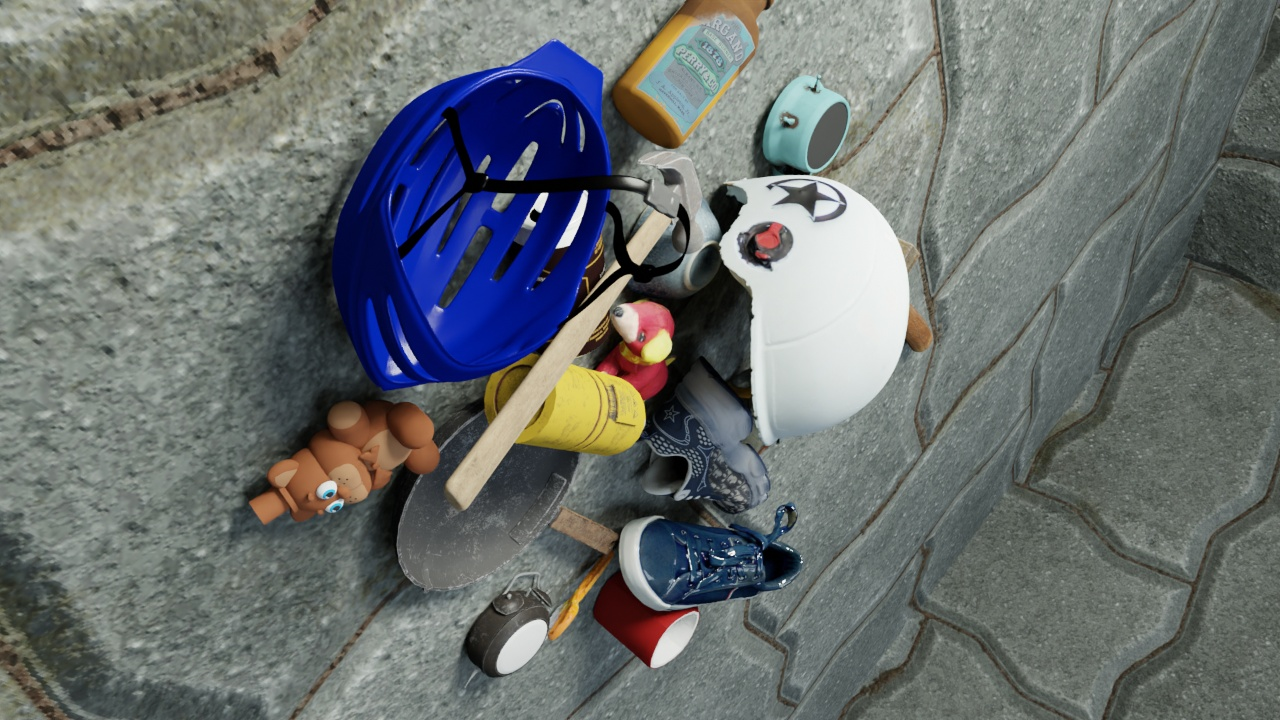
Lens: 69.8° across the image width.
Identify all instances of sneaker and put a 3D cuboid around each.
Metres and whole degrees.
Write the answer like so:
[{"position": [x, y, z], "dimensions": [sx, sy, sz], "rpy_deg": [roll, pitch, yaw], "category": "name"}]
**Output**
[{"position": [0.061, 0.115, 1.037], "dimensions": [0.132, 0.103, 0.270], "rpy_deg": [-34, 144, -8], "category": "sneaker"}, {"position": [0.098, 0.226, 1.064], "dimensions": [0.294, 0.127, 0.120], "rpy_deg": [18, 63, -47], "category": "sneaker"}]

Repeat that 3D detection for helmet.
[{"position": [0.168, -0.050, 0.859], "dimensions": [0.237, 0.164, 0.263], "rpy_deg": [73, 17, -44], "category": "helmet"}, {"position": [-0.077, -0.068, 0.540], "dimensions": [0.147, 0.228, 0.241], "rpy_deg": [24, 95, -41], "category": "helmet"}]

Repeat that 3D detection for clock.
[{"position": [-0.131, 0.281, 0.951], "dimensions": [0.091, 0.044, 0.123], "rpy_deg": [14, 106, -57], "category": "clock"}, {"position": [0.163, -0.218, 0.895], "dimensions": [0.090, 0.053, 0.124], "rpy_deg": [-51, 151, -8], "category": "clock"}]

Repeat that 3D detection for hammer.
[{"position": [-0.042, -0.030, 0.667], "dimensions": [0.330, 0.031, 0.119], "rpy_deg": [-54, 152, -28], "category": "hammer"}, {"position": [0.376, -0.060, 1.339], "dimensions": [0.158, 0.037, 0.300], "rpy_deg": [-59, 148, 4], "category": "hammer"}]

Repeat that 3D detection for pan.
[{"position": [-0.104, 0.135, 0.865], "dimensions": [0.207, 0.040, 0.357], "rpy_deg": [-54, 149, -5], "category": "pan"}]

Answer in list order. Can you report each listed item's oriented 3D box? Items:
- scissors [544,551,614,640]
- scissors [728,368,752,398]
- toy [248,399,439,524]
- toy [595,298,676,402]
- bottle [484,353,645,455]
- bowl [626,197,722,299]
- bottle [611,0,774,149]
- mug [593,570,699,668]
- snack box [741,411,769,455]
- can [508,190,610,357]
[{"position": [-0.073, 0.265, 1.033], "dimensions": [0.084, 0.012, 0.132], "rpy_deg": [-41, -173, 50], "category": "scissors"}, {"position": [0.173, 0.019, 1.000], "dimensions": [0.166, 0.225, 0.016], "rpy_deg": [-33, 109, 2], "category": "scissors"}, {"position": [-0.209, 0.076, 0.647], "dimensions": [0.127, 0.065, 0.095], "rpy_deg": [-35, 149, -23], "category": "toy"}, {"position": [-0.005, 0.005, 0.861], "dimensions": [0.105, 0.067, 0.138], "rpy_deg": [-14, 136, -45], "category": "toy"}, {"position": [-0.048, 0.041, 0.758], "dimensions": [0.163, 0.071, 0.071], "rpy_deg": [18, 103, -57], "category": "bottle"}, {"position": [0.039, -0.097, 0.833], "dimensions": [0.110, 0.055, 0.111], "rpy_deg": [-33, 141, -32], "category": "bowl"}, {"position": [0.050, -0.242, 0.707], "dimensions": [0.157, 0.068, 0.068], "rpy_deg": [-52, 148, -8], "category": "bottle"}, {"position": [0.017, 0.307, 1.124], "dimensions": [0.116, 0.096, 0.081], "rpy_deg": [-7, 124, -51], "category": "mug"}, {"position": [0.193, 0.039, 1.134], "dimensions": [0.146, 0.041, 0.143], "rpy_deg": [-38, 163, -29], "category": "snack box"}, {"position": [-0.062, -0.066, 0.708], "dimensions": [0.071, 0.072, 0.129], "rpy_deg": [-37, 143, -29], "category": "can"}]
